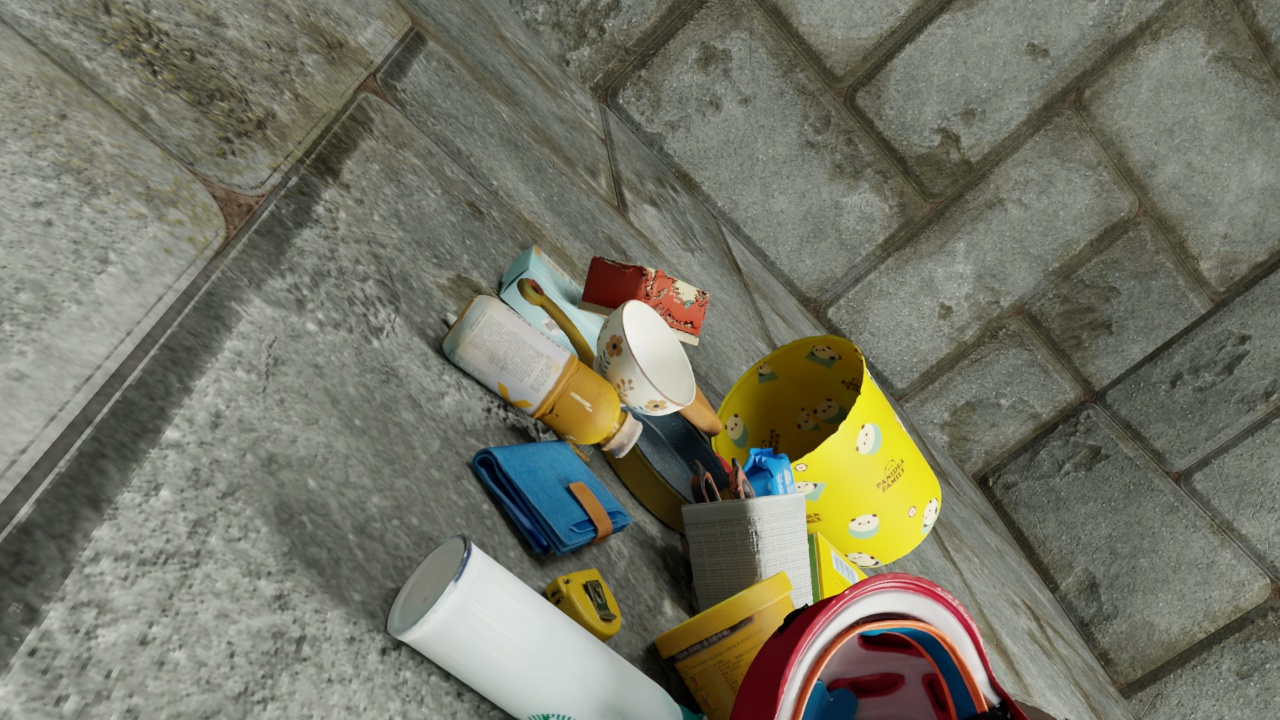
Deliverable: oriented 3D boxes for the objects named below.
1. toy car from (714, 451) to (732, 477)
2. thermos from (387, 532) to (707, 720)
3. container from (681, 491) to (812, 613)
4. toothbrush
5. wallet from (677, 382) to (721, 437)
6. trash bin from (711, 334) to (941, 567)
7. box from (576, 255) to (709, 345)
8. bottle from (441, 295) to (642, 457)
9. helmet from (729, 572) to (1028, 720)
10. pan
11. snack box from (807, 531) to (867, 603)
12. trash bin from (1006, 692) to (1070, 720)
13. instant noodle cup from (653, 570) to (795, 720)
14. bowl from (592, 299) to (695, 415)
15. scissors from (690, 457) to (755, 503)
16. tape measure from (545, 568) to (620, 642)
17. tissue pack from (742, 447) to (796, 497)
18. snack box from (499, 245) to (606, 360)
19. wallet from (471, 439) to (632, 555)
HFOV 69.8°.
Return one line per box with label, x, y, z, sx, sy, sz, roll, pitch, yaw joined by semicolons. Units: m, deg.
toy car;0.097;0.140;1.113;0.049;0.031;0.106;39;16;-31
thermos;-0.045;0.198;0.552;0.224;0.073;0.073;43;17;-20
container;0.100;0.183;0.838;0.090;0.090;0.114;4;76;-48
toothbrush;-0.112;0.023;0.858;0.191;0.018;0.016;47;15;-6
wallet;0.037;0.024;1.055;0.132;0.031;0.107;42;14;-49
trash bin;0.262;0.132;1.235;0.255;0.230;0.229;46;16;-27
box;0.011;-0.074;1.037;0.091;0.080;0.168;16;1;28
bottle;-0.083;0.019;0.811;0.189;0.068;0.068;36;18;-8
helmet;0.137;0.261;0.591;0.206;0.144;0.240;-3;78;-28
pan;-0.015;0.046;0.948;0.357;0.078;0.197;39;18;-29
snack box;0.218;0.294;0.905;0.210;0.070;0.157;42;27;-19
trash bin;0.296;0.414;0.678;0.252;0.230;0.229;47;16;-21
instant noodle cup;0.088;0.241;0.716;0.114;0.119;0.118;62;20;16
bowl;-0.005;0.005;0.868;0.113;0.062;0.113;44;29;-33
scissors;0.108;0.192;0.938;0.189;0.015;0.226;41;34;-43
tape measure;-0.038;0.179;0.674;0.057;0.029;0.060;55;18;20
tissue pack;0.148;0.176;1.049;0.094;0.052;0.157;4;75;-67
snack box;-0.079;-0.047;1.044;0.175;0.052;0.074;43;19;-19
wallet;-0.068;0.108;0.748;0.106;0.040;0.133;48;16;16
